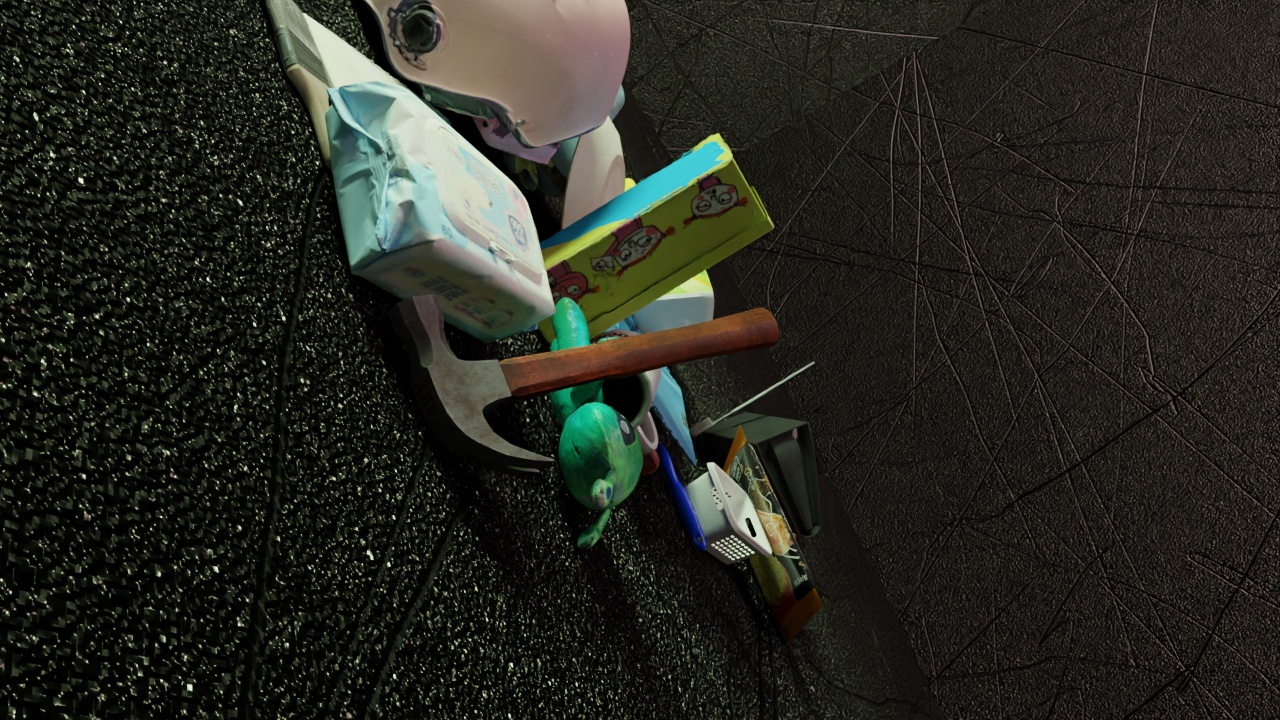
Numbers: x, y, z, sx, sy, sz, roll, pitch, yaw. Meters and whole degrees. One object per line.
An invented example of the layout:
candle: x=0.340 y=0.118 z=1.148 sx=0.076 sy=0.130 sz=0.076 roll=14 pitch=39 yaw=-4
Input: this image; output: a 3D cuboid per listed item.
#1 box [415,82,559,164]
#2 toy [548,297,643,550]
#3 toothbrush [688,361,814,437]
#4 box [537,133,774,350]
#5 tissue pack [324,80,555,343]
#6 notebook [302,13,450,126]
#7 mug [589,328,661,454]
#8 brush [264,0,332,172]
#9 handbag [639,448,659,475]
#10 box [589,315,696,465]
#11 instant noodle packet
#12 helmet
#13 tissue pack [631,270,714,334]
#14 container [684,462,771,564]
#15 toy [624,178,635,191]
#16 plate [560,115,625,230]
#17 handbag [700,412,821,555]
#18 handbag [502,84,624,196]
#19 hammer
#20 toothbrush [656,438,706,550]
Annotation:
box: x=-0.180 y=-0.290 z=0.867 sx=0.159 sy=0.035 sz=0.230 roll=8 pitch=45 yaw=-51
toy: x=-0.044 y=0.041 z=0.658 sx=0.131 sy=0.072 sz=0.193 roll=100 pitch=-21 yaw=-46
toothbrush: x=0.141 y=0.046 z=1.170 sx=0.010 sy=0.181 sz=0.010 roll=57 pitch=7 yaw=-6
box: x=0.001 y=-0.104 z=0.810 sx=0.081 sy=0.221 sz=0.124 roll=58 pitch=10 yaw=-21
tissue pack: x=-0.123 y=-0.088 z=0.578 sx=0.182 sy=0.070 sz=0.112 roll=37 pitch=36 yaw=-65
notebook: x=-0.171 y=-0.158 z=0.704 sx=0.153 sy=0.012 sz=0.208 roll=64 pitch=12 yaw=12
mug: x=-0.015 y=0.031 z=0.786 sx=0.105 sy=0.073 sz=0.089 roll=60 pitch=12 yaw=-8
brush: x=-0.210 y=-0.179 z=0.580 sx=0.151 sy=0.012 sz=0.039 roll=66 pitch=11 yaw=19
handbag: x=0.001 y=0.077 z=0.885 sx=0.055 sy=0.029 sz=0.119 roll=57 pitch=6 yaw=1
box: x=-0.006 y=0.006 z=0.955 sx=0.174 sy=0.033 sz=0.231 roll=56 pitch=8 yaw=-14
instant noodle packet: x=0.145 y=0.205 z=1.070 sx=0.160 sy=0.032 sz=0.220 roll=99 pitch=-27 yaw=-58
helmet: x=-0.120 y=-0.315 z=0.800 sx=0.255 sy=0.153 sz=0.229 roll=37 pitch=33 yaw=3
tissue pack: x=0.022 y=-0.078 z=1.166 sx=0.197 sy=0.120 sz=0.142 roll=-94 pitch=-177 yaw=-51
container: x=0.088 y=0.169 z=0.976 sx=0.129 sy=0.049 sz=0.080 roll=45 pitch=20 yaw=-55
toy: x=0.012 y=-0.179 z=1.373 sx=0.207 sy=0.092 sz=0.134 roll=64 pitch=8 yaw=26
plate: x=-0.043 y=-0.168 z=0.977 sx=0.188 sy=0.027 sz=0.188 roll=12 pitch=89 yaw=-80
handbag: x=0.168 y=0.175 z=1.164 sx=0.176 sy=0.072 sz=0.196 roll=-177 pitch=-112 yaw=-72
handbag: x=-0.099 y=-0.273 z=1.014 sx=0.122 sy=0.119 sz=0.191 roll=52 pitch=40 yaw=-38
hammer: x=-0.010 y=-0.002 z=0.602 sx=0.299 sy=0.028 sz=0.111 roll=-12 pitch=75 yaw=-43
toothbrush: x=0.028 y=0.110 z=0.940 sx=0.182 sy=0.016 sz=0.018 roll=66 pitch=7 yaw=21
